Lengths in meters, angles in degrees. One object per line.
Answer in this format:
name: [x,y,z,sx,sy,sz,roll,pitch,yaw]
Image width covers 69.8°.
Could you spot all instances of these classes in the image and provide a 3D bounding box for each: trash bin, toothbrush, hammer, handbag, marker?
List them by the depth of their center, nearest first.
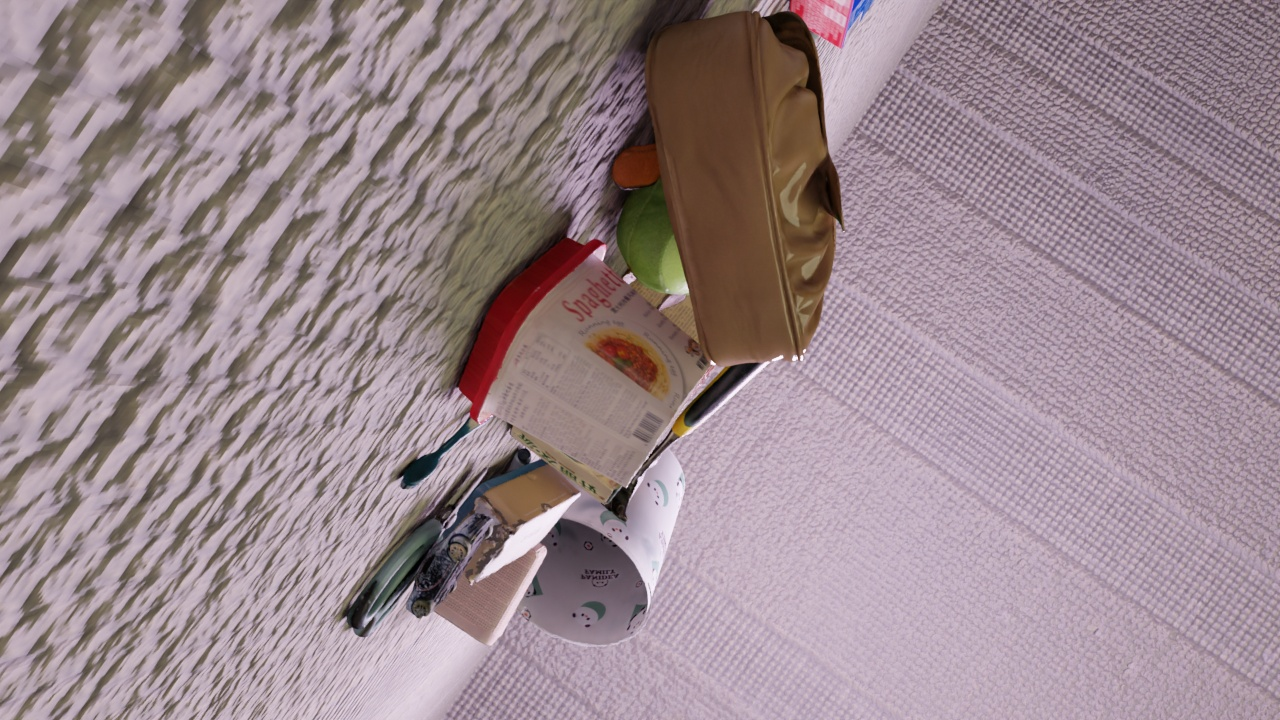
handbag: [0.068,-0.102,0.536,0.147,0.100,0.205,-73,155,-51]
toothbrush: [-0.113,0.039,0.660,0.018,0.016,0.191,-47,180,36]
hammer: [0.050,0.056,0.868,0.324,0.032,0.125,-50,-177,46]
marker: [-0.139,0.131,0.981,0.131,0.018,0.022,119,-16,-47]
trash bin: [-0.057,0.235,1.314,0.230,0.229,0.251,-59,179,34]

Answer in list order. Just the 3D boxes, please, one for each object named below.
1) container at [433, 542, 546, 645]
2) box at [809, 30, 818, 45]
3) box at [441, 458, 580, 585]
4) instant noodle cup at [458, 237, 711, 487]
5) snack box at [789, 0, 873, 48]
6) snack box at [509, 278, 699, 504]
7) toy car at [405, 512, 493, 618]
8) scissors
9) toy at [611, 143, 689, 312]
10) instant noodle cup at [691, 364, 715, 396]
container: [-0.167,0.239,1.020,0.111,0.090,0.090,-58,175,-4]
box: [0.125,-0.231,0.960,0.157,0.038,0.201,-52,173,-30]
box: [-0.125,0.153,0.906,0.090,0.059,0.184,-50,172,11]
instant noodle cup: [-0.031,0.005,0.580,0.116,0.124,0.117,-49,172,-49]
snack box: [0.149,-0.294,0.678,0.057,0.058,0.207,-56,175,8]
snack box: [-0.005,0.005,0.851,0.239,0.114,0.063,-53,177,-25]
toy car: [-0.157,0.164,0.746,0.106,0.031,0.048,-55,176,18]
scissors: [-0.176,0.147,0.744,0.179,0.019,0.139,-52,174,-15]
toy: [0.049,-0.119,0.665,0.226,0.090,0.247,-5,130,-55]
instant noodle cup: [0.035,-0.029,1.048,0.194,0.066,0.193,-54,-163,24]
